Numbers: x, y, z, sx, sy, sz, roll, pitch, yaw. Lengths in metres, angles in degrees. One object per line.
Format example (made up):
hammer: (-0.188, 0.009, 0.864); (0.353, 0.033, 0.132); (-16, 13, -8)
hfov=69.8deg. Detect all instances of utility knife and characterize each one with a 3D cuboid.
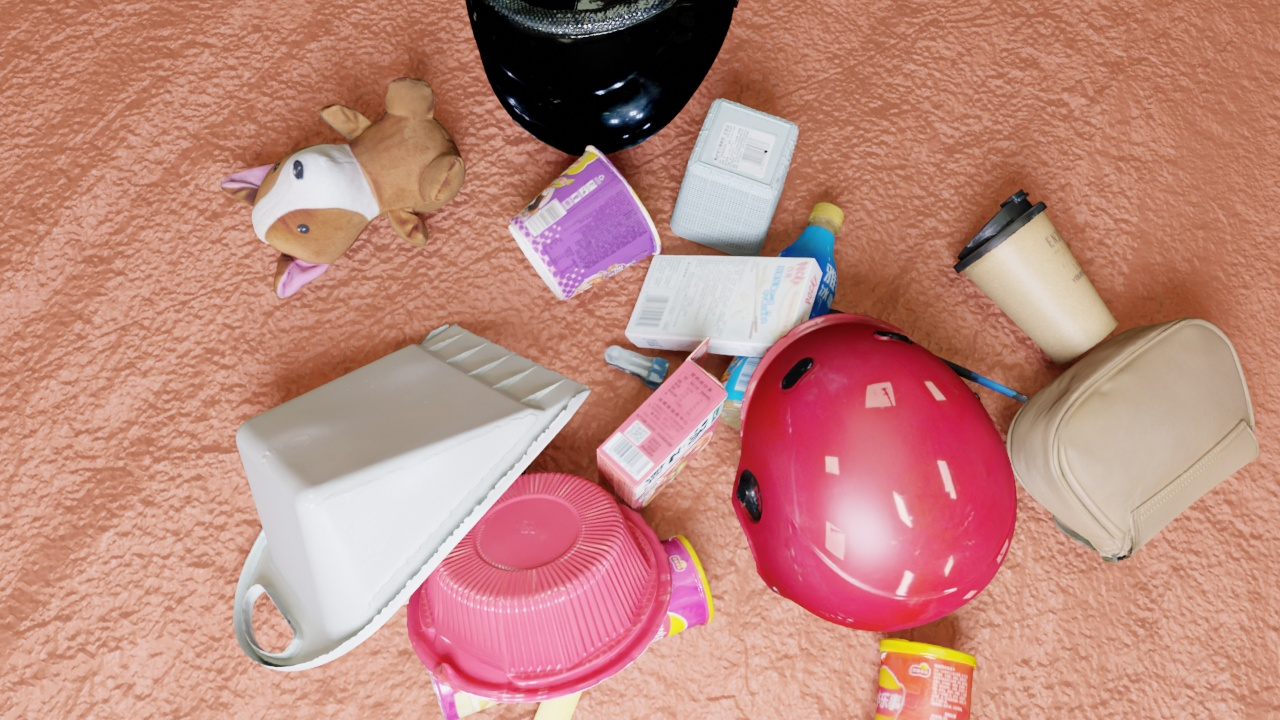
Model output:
utility knife: (-0.077, 0.289, 0.693); (0.031, 0.020, 0.195); (22, 64, 7)

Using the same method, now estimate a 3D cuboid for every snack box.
snack box: (0.068, -0.048, 0.775); (0.157, 0.027, 0.084); (6, 65, 34)
snack box: (0.024, 0.057, 0.730); (0.044, 0.113, 0.127); (42, 73, 14)

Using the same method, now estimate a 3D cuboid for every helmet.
helmet: (-0.032, -0.320, 0.804); (0.233, 0.231, 0.273); (15, 48, 10)
helmet: (0.181, 0.090, 0.674); (0.206, 0.144, 0.240); (-19, 104, -10)

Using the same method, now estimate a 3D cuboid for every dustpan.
dustpan: (-0.191, 0.100, 0.690); (0.257, 0.143, 0.223); (-24, 28, -31)

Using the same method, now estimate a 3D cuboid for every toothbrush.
toothbrush: (0.239, -0.004, 0.791); (0.189, 0.014, 0.016); (27, 71, 24)

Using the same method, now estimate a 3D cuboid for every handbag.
handbag: (0.405, 0.061, 0.760); (0.204, 0.100, 0.148); (-31, 93, -13)

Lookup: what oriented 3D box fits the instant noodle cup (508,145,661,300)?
instant noodle cup: (-0.052, -0.112, 0.796); (0.099, 0.111, 0.111); (-37, 76, -5)

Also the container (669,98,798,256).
container: (0.083, -0.162, 0.812); (0.090, 0.112, 0.090); (20, 71, 4)

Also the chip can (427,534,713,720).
chip can: (-0.054, 0.199, 0.686); (0.210, 0.071, 0.071); (-17, 72, -16)

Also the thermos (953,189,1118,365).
thermos: (0.349, -0.071, 0.811); (0.093, 0.093, 0.143); (-36, 83, -14)

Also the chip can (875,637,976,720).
chip can: (0.202, 0.319, 0.670); (0.073, 0.073, 0.216); (11, 70, 1)

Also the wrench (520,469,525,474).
wrench: (-0.108, 0.127, 0.751); (0.056, 0.016, 0.273); (-3, 71, -10)

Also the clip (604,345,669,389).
clip: (-0.005, 0.004, 0.800); (0.058, 0.039, 0.026); (22, 72, 3)

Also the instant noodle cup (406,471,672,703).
instant noodle cup: (-0.075, 0.143, 0.651); (0.194, 0.066, 0.193); (-5, 32, 3)

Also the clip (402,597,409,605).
clip: (-0.200, 0.189, 0.715); (0.092, 0.035, 0.103); (21, 75, 6)

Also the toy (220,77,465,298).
toy: (-0.251, -0.151, 0.792); (0.199, 0.130, 0.140); (-25, 79, -1)

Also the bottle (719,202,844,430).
bottle: (0.128, -0.042, 0.798); (0.065, 0.065, 0.218); (22, 70, 5)
